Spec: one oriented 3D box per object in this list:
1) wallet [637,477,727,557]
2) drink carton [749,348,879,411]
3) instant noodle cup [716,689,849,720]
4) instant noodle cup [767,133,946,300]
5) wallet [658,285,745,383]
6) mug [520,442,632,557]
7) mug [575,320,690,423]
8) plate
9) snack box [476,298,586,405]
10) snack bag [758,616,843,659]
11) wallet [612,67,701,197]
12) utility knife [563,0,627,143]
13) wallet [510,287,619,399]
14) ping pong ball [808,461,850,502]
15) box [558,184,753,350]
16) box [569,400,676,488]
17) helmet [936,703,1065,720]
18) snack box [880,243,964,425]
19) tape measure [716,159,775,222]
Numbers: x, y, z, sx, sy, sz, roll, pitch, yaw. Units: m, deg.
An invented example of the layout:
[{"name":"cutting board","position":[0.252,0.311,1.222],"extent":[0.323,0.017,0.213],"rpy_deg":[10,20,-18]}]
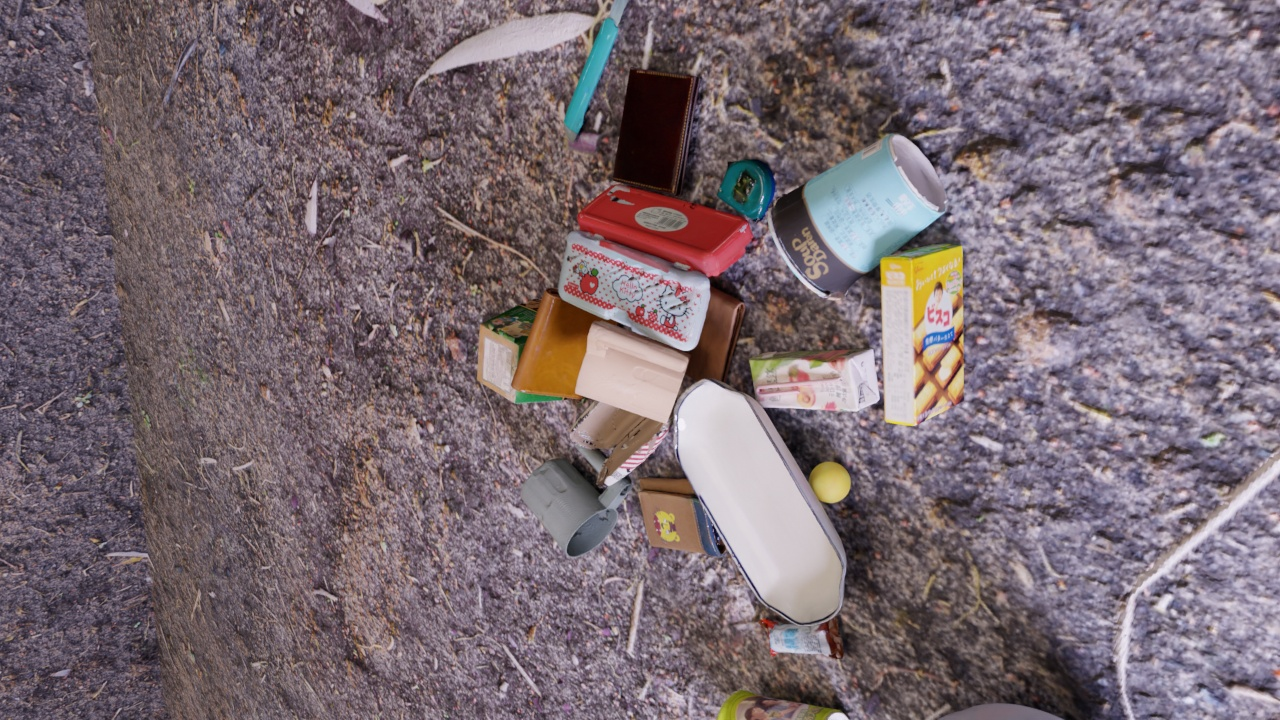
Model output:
[{"name":"wallet","position":[0.047,0.179,1.065],"extent":[0.115,0.033,0.090],"rpy_deg":[-4,100,49]},{"name":"drink carton","position":[0.164,0.019,0.885],"extent":[0.123,0.045,0.053],"rpy_deg":[-1,103,46]},{"name":"instant noodle cup","position":[0.158,0.411,0.975],"extent":[0.124,0.111,0.111],"rpy_deg":[-14,92,40]},{"name":"instant noodle cup","position":[0.189,-0.126,0.781],"extent":[0.121,0.111,0.111],"rpy_deg":[-33,78,36]},{"name":"wallet","position":[0.062,-0.032,0.994],"extent":[0.101,0.020,0.115],"rpy_deg":[33,126,36]},{"name":"mug","position":[-0.080,0.170,1.165],"extent":[0.103,0.083,0.124],"rpy_deg":[43,102,29]},{"name":"mug","position":[-0.006,0.006,0.960],"extent":[0.103,0.084,0.125],"rpy_deg":[20,158,3]},{"name":"plate","position":[0.123,0.138,0.927],"extent":[0.265,0.034,0.162],"rpy_deg":[59,146,13]},{"name":"snack box","position":[-0.139,-0.004,1.142],"extent":[0.118,0.105,0.118],"rpy_deg":[27,121,39]},{"name":"snack bag","position":[0.170,0.296,0.978],"extent":[0.106,0.026,0.045],"rpy_deg":[-17,81,46]},{"name":"wallet","position":[0.015,-0.241,0.966],"extent":[0.096,0.020,0.122],"rpy_deg":[21,110,37]},{"name":"utility knife","position":[-0.050,-0.325,1.019],"extent":[0.029,0.013,0.185],"rpy_deg":[47,132,21]},{"name":"wallet","position":[-0.077,-0.015,1.073],"extent":[0.035,0.119,0.131],"rpy_deg":[52,127,47]},{"name":"ping pong ball","position":[0.185,0.119,0.898],"extent":[0.040,0.040,0.040],"rpy_deg":[16,113,42]},{"name":"box","position":[0.005,-0.106,0.952],"extent":[0.201,0.069,0.157],"rpy_deg":[24,82,38]},{"name":"box","position":[-0.025,0.079,1.072],"extent":[0.086,0.075,0.163],"rpy_deg":[36,135,-6]},{"name":"helmet","position":[0.326,0.397,0.767],"extent":[0.229,0.145,0.259],"rpy_deg":[10,117,45]},{"name":"snack box","position":[0.237,-0.023,0.769],"extent":[0.034,0.086,0.140],"rpy_deg":[5,105,45]},{"name":"tape measure","position":[0.105,-0.171,0.902],"extent":[0.058,0.025,0.055],"rpy_deg":[40,129,29]}]
